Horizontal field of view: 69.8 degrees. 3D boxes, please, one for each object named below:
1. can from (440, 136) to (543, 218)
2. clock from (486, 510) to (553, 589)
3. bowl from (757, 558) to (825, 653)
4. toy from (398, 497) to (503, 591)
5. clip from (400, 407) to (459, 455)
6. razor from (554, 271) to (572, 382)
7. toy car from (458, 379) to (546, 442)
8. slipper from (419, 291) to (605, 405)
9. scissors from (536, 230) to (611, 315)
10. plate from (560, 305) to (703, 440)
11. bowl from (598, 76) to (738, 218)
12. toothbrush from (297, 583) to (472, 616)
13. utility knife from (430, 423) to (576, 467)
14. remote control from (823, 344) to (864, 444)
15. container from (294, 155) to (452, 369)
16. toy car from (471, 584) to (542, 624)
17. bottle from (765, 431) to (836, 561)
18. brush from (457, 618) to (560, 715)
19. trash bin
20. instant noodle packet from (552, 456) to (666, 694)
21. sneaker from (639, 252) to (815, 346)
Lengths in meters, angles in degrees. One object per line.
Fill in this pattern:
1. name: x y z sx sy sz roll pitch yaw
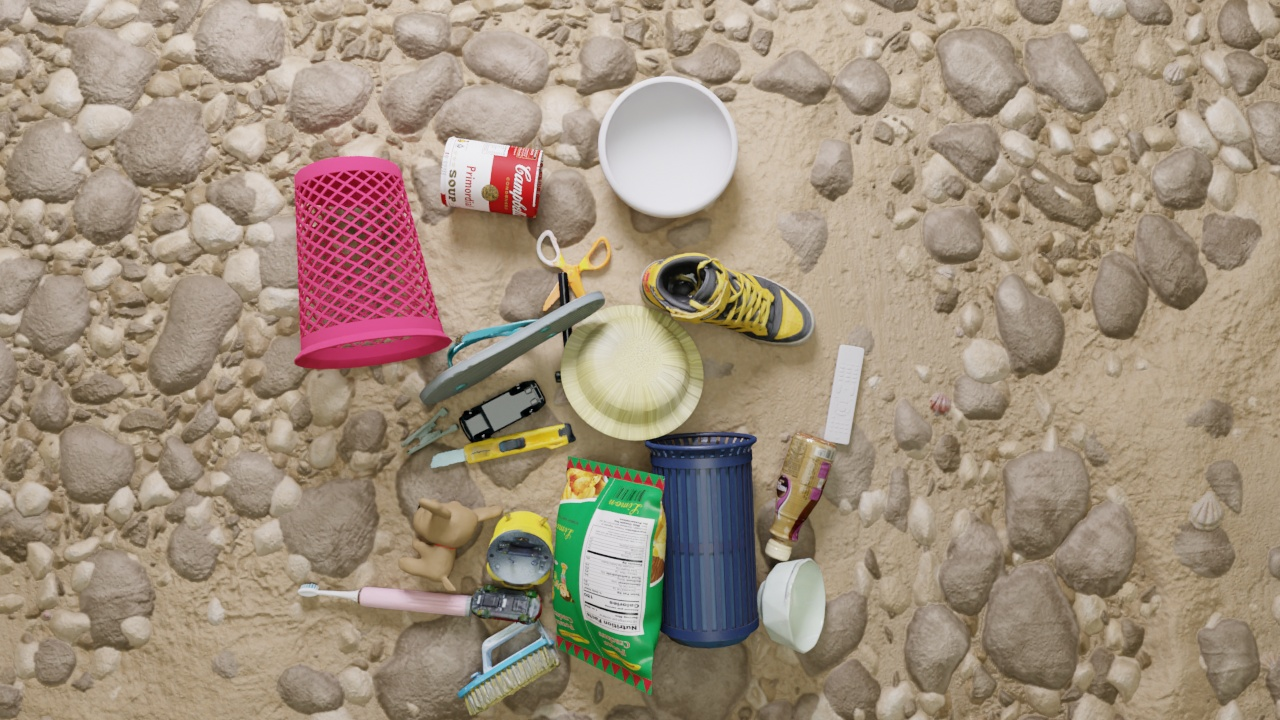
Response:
1. can: -0.186 -0.230 1.156 0.116 0.086 0.086 8 90 -4
2. clock: -0.154 0.249 1.172 0.083 0.057 0.119 8 114 -6
3. bowl: 0.189 0.312 1.181 0.061 0.117 0.117 -3 91 34
4. toy: -0.250 0.224 1.159 0.106 0.134 0.108 20 91 38
5. clip: -0.269 0.100 1.188 0.050 0.023 0.078 41 86 -2
6. razor: -0.095 -0.043 1.190 0.043 0.022 0.144 -5 96 -4
7. toy car: -0.178 0.065 1.186 0.112 0.034 0.046 -28 92 -3
8. slipper: -0.171 -0.028 1.143 0.269 0.098 0.054 -29 84 7
9. scissors: -0.095 -0.119 1.199 0.128 0.011 0.125 37 91 -2
10. plate: -0.007 0.007 1.159 0.184 0.036 0.184 3 69 -8
11. bowl: 0.034 -0.268 1.177 0.176 0.066 0.176 0 91 -3
12. toothbrush: -0.329 0.307 1.185 0.222 0.026 0.027 7 110 -3
13. utility knife: -0.180 0.114 1.198 0.191 0.018 0.030 -12 82 0
14. remote control: 0.270 0.045 1.220 0.033 0.012 0.131 10 90 -1
15. container: -0.339 -0.119 1.115 0.183 0.183 0.225 -10 84 -3
16. toy car: -0.171 0.316 1.180 0.091 0.036 0.042 2 59 12
17. bottle: 0.203 0.179 1.196 0.059 0.059 0.166 18 92 -3
18. brush: -0.178 0.392 1.182 0.136 0.055 0.075 -31 70 -2
19. trash bin: 0.081 0.222 1.152 0.139 0.139 0.249 -3 92 -3
20. instant noodle packet: -0.042 0.256 1.133 0.090 0.196 0.252 3 90 -39
21. sneaker: 0.117 -0.076 1.157 0.238 0.122 0.086 14 91 -2
